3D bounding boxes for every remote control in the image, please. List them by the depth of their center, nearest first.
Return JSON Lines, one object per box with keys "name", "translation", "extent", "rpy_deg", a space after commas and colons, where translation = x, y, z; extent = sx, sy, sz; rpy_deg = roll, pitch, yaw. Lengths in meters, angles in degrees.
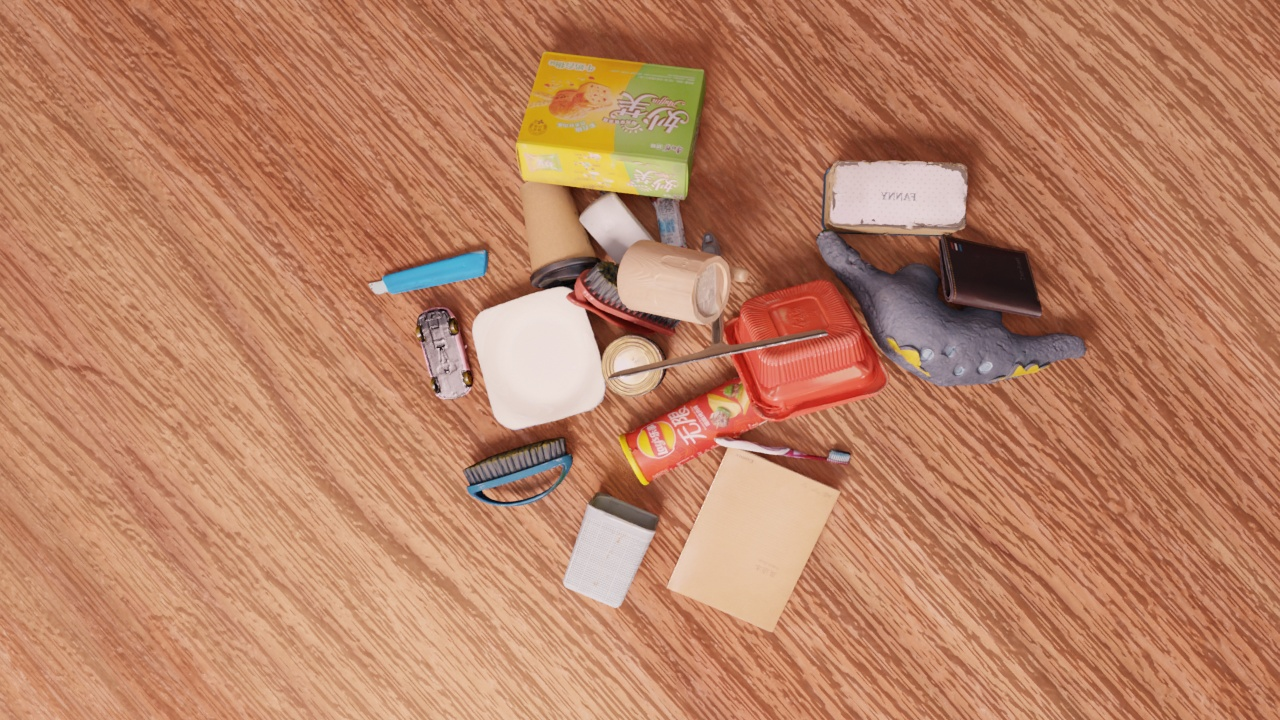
{"name": "remote control", "translation": [-0.015, -0.147, 1.151], "extent": [0.056, 0.019, 0.135], "rpy_deg": [-34, 113, 20]}

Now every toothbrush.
{"name": "toothbrush", "translation": [0.179, 0.110, 1.140], "extent": [0.187, 0.016, 0.017], "rpy_deg": [10, 106, -17]}

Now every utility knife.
{"name": "utility knife", "translation": [-0.279, -0.112, 1.205], "extent": [0.166, 0.018, 0.034], "rpy_deg": [-12, 87, 7]}

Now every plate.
{"name": "plate", "translation": [-0.126, -0.003, 1.173], "extent": [0.164, 0.034, 0.163], "rpy_deg": [-15, 90, 19]}

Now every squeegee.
{"name": "squeegee", "translation": [0.088, -0.071, 1.100], "extent": [0.247, 0.246, 0.039], "rpy_deg": [-12, 130, 12]}

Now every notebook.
{"name": "notebook", "translation": [0.141, 0.226, 1.158], "extent": [0.149, 0.012, 0.212], "rpy_deg": [23, 104, 3]}

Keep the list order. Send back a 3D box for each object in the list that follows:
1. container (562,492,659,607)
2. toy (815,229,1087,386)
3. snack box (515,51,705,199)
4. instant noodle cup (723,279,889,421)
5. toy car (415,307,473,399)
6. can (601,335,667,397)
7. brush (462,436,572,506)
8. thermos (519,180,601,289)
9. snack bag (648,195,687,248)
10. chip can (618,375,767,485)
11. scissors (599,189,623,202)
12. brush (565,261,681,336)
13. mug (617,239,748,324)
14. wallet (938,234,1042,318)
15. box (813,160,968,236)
{"name": "container", "translation": [-0.040, 0.239, 1.156], "extent": [0.090, 0.090, 0.111], "rpy_deg": [22, 95, 4]}
{"name": "toy", "translation": [0.361, -0.044, 1.119], "extent": [0.356, 0.091, 0.137], "rpy_deg": [26, 80, 2]}
{"name": "snack box", "translation": [-0.034, -0.290, 1.126], "extent": [0.210, 0.070, 0.157], "rpy_deg": [8, 62, 5]}
{"name": "instant noodle cup", "translation": [0.190, -0.023, 1.087], "extent": [0.164, 0.188, 0.079], "rpy_deg": [-16, 134, -1]}
{"name": "toy car", "translation": [-0.255, -0.009, 1.197], "extent": [0.056, 0.037, 0.122], "rpy_deg": [-11, 102, 7]}
{"name": "can", "translation": [-0.007, 0.007, 1.137], "extent": [0.075, 0.111, 0.075], "rpy_deg": [0, 90, 4]}
{"name": "brush", "translation": [-0.154, 0.149, 1.179], "extent": [0.144, 0.055, 0.073], "rpy_deg": [-19, 89, 4]}
{"name": "thermos", "translation": [-0.105, -0.157, 1.159], "extent": [0.093, 0.093, 0.143], "rpy_deg": [-15, 81, 4]}
{"name": "snack bag", "translation": [0.038, -0.174, 1.174], "extent": [0.045, 0.026, 0.105], "rpy_deg": [-10, 90, 22]}
{"name": "chip can", "translation": [0.083, 0.078, 1.151], "extent": [0.217, 0.073, 0.073], "rpy_deg": [-27, 88, 4]}
{"name": "scissors", "translation": [-0.045, -0.242, 1.188], "extent": [0.169, 0.012, 0.147], "rpy_deg": [31, 94, 2]}
{"name": "brush", "translation": [-0.020, -0.073, 1.131], "extent": [0.069, 0.145, 0.063], "rpy_deg": [-41, 45, 35]}
{"name": "mug", "translation": [0.051, -0.094, 1.060], "extent": [0.104, 0.124, 0.084], "rpy_deg": [16, 116, 36]}
{"name": "wallet", "translation": [0.423, -0.102, 1.115], "extent": [0.122, 0.020, 0.096], "rpy_deg": [9, 61, -12]}
{"name": "box", "translation": [0.307, -0.200, 1.138], "extent": [0.184, 0.059, 0.090], "rpy_deg": [5, 90, 7]}
